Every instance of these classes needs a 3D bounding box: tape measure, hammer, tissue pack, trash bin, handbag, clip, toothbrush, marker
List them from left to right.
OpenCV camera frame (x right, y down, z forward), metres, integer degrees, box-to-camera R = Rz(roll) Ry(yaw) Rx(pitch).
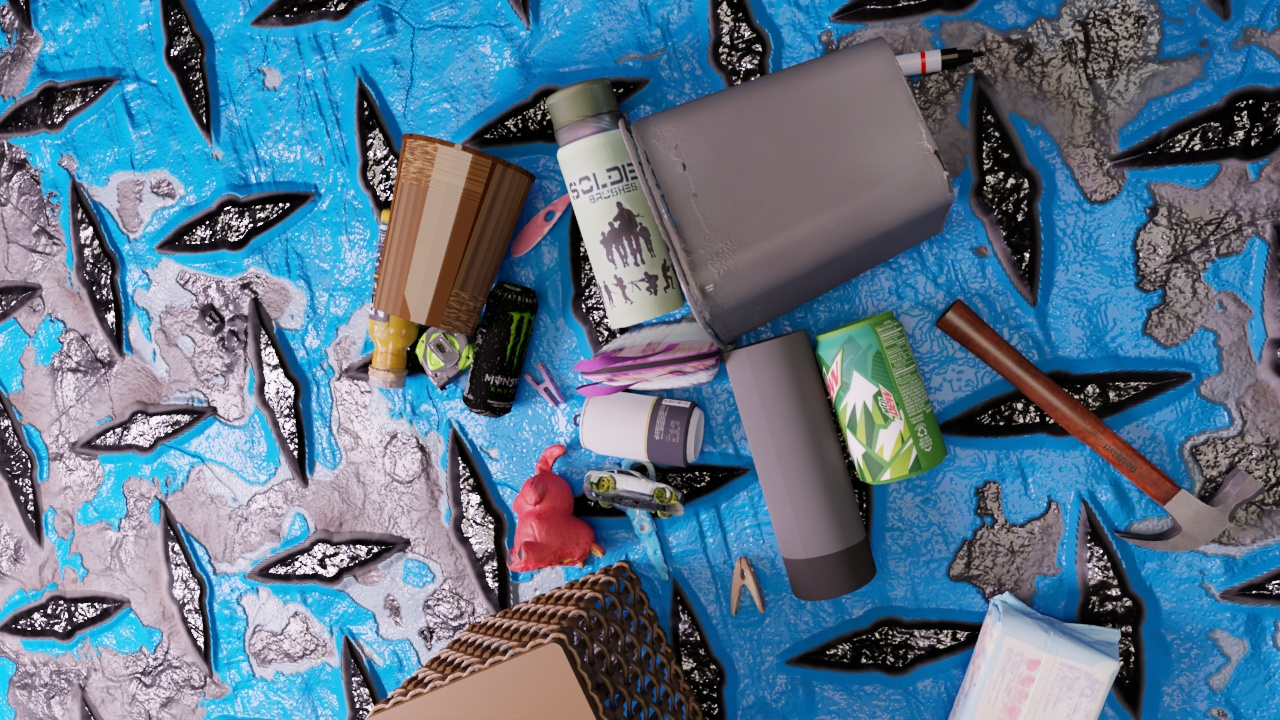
[{"bbox_3d":[-0.206,-0.010,0.973,0.066,0.035,0.058,-41,84,15],"label":"tape measure"},{"bbox_3d":[-0.104,0.028,0.963,0.041,0.014,0.052,-17,89,15],"label":"clip"},{"bbox_3d":[-0.087,-0.153,0.938,0.135,0.016,0.021,-42,84,14],"label":"toothbrush"},{"bbox_3d":[-0.005,0.005,0.848,0.145,0.169,0.068,-7,94,27],"label":"handbag"},{"bbox_3d":[0.101,0.230,0.923,0.039,0.024,0.060,-23,79,13],"label":"clip"},{"bbox_3d":[0.129,-0.145,0.792,0.220,0.197,0.197,-23,78,9],"label":"trash bin"},{"bbox_3d":[0.237,-0.269,0.839,0.146,0.019,0.019,-4,94,15],"label":"marker"},{"bbox_3d":[0.354,0.309,0.841,0.112,0.070,0.182,19,98,12],"label":"tissue pack"},{"bbox_3d":[0.392,0.053,0.826,0.300,0.028,0.111,42,103,8],"label":"hammer"}]

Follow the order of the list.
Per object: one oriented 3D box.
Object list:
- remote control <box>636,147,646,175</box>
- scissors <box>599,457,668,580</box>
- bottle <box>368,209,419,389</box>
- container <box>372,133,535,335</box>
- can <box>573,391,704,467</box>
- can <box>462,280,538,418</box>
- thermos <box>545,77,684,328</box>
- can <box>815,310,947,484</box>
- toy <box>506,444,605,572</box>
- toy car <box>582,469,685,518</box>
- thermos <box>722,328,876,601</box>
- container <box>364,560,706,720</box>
[{"bbox_3d":[0.036,-0.213,0.900,0.137,0.015,0.032,-22,89,18],"label":"remote control"},{"bbox_3d":[0.002,0.165,0.950,0.066,0.015,0.135,-23,91,13],"label":"scissors"},{"bbox_3d":[-0.258,-0.064,0.972,0.053,0.053,0.186,11,98,13],"label":"bottle"},{"bbox_3d":[-0.190,-0.118,0.897,0.132,0.132,0.167,17,92,13],"label":"container"},{"bbox_3d":[-0.004,0.066,0.913,0.127,0.064,0.064,7,97,14],"label":"can"},{"bbox_3d":[-0.144,-0.011,0.947,0.054,0.054,0.138,17,99,12],"label":"can"},{"bbox_3d":[-0.024,-0.152,0.881,0.082,0.082,0.231,-16,97,16],"label":"thermos"},{"bbox_3d":[0.218,0.033,0.841,0.083,0.083,0.144,-19,90,16],"label":"can"},{"bbox_3d":[-0.084,0.156,0.954,0.094,0.088,0.132,9,77,-18],"label":"toy"},{"bbox_3d":[-0.005,0.131,0.921,0.105,0.048,0.033,10,61,10],"label":"toy car"},{"bbox_3d":[0.150,0.097,0.866,0.082,0.082,0.240,-16,91,16],"label":"thermos"},{"bbox_3d":[-0.079,0.375,0.885,0.220,0.213,0.251,-26,88,15],"label":"container"}]
